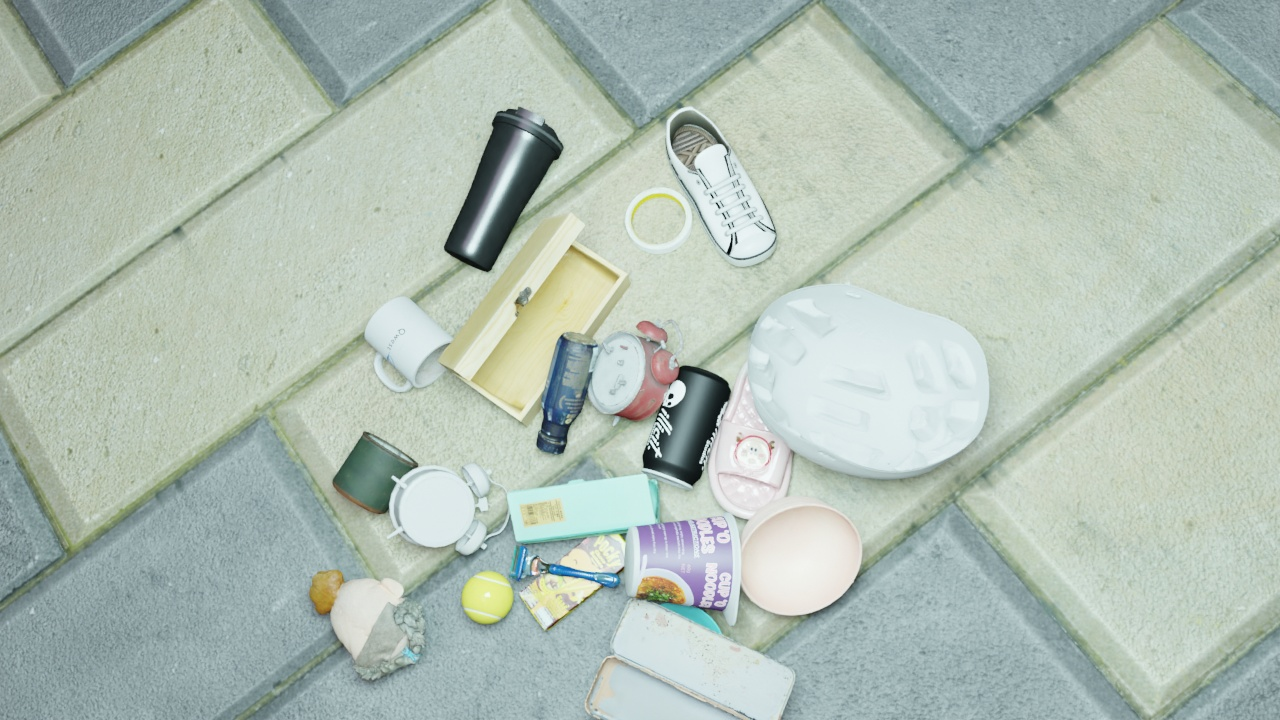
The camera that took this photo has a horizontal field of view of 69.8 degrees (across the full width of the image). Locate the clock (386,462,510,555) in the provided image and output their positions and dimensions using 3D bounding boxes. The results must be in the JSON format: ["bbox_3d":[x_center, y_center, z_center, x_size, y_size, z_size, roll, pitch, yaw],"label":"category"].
[{"bbox_3d":[-0.248,0.191,1.191,0.159,0.061,0.120,6,86,-24],"label":"clock"}]

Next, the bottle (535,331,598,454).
[{"bbox_3d":[-0.099,0.044,1.197,0.056,0.056,0.161,19,105,11],"label":"bottle"}]

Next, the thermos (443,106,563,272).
[{"bbox_3d":[-0.197,-0.237,1.289,0.106,0.106,0.218,24,85,12],"label":"thermos"}]

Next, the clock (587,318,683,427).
[{"bbox_3d":[-0.007,0.007,1.178,0.157,0.061,0.109,-41,50,30],"label":"clock"}]

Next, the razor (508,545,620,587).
[{"bbox_3d":[-0.094,0.267,1.156,0.141,0.018,0.043,10,78,6],"label":"razor"}]

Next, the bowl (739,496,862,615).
[{"bbox_3d":[0.185,0.226,1.118,0.153,0.076,0.153,-2,108,-5],"label":"bowl"}]

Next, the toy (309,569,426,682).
[{"bbox_3d":[-0.349,0.329,1.173,0.176,0.076,0.133,34,97,12],"label":"toy"}]

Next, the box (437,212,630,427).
[{"bbox_3d":[-0.151,-0.064,1.224,0.142,0.184,0.248,29,79,35],"label":"box"}]

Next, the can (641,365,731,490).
[{"bbox_3d":[0.058,0.086,1.179,0.080,0.080,0.146,19,79,11],"label":"can"}]

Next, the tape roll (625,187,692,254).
[{"bbox_3d":[0.026,-0.196,1.288,0.094,0.019,0.094,-2,76,7],"label":"tape roll"}]

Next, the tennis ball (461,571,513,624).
[{"bbox_3d":[-0.194,0.301,1.163,0.065,0.065,0.065,-2,75,7],"label":"tennis ball"}]

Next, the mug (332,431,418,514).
[{"bbox_3d":[-0.361,0.146,1.222,0.111,0.085,0.081,26,80,44],"label":"mug"}]

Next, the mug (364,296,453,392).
[{"bbox_3d":[-0.321,-0.011,1.260,0.096,0.083,0.120,41,112,15],"label":"mug"}]

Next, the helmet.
[{"bbox_3d":[0.257,0.031,1.100,0.282,0.184,0.223,17,59,-15],"label":"helmet"}]

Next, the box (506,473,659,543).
[{"bbox_3d":[-0.074,0.182,1.152,0.189,0.080,0.077,-7,55,12],"label":"box"}]

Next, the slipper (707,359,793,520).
[{"bbox_3d":[0.148,0.094,1.180,0.107,0.056,0.221,10,76,11],"label":"slipper"}]

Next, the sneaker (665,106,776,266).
[{"bbox_3d":[0.107,-0.246,1.250,0.091,0.097,0.245,-25,73,0],"label":"sneaker"}]

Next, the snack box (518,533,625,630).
[{"bbox_3d":[-0.080,0.276,1.176,0.149,0.025,0.061,-38,75,-3],"label":"snack box"}]

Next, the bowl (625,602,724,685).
[{"bbox_3d":[0.045,0.360,1.128,0.121,0.046,0.121,-2,75,7],"label":"bowl"}]

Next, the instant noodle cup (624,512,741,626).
[{"bbox_3d":[0.046,0.249,1.100,0.122,0.122,0.136,3,57,-8],"label":"instant noodle cup"}]

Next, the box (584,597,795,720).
[{"bbox_3d":[0.058,0.386,1.077,0.216,0.043,0.150,21,83,12],"label":"box"}]
